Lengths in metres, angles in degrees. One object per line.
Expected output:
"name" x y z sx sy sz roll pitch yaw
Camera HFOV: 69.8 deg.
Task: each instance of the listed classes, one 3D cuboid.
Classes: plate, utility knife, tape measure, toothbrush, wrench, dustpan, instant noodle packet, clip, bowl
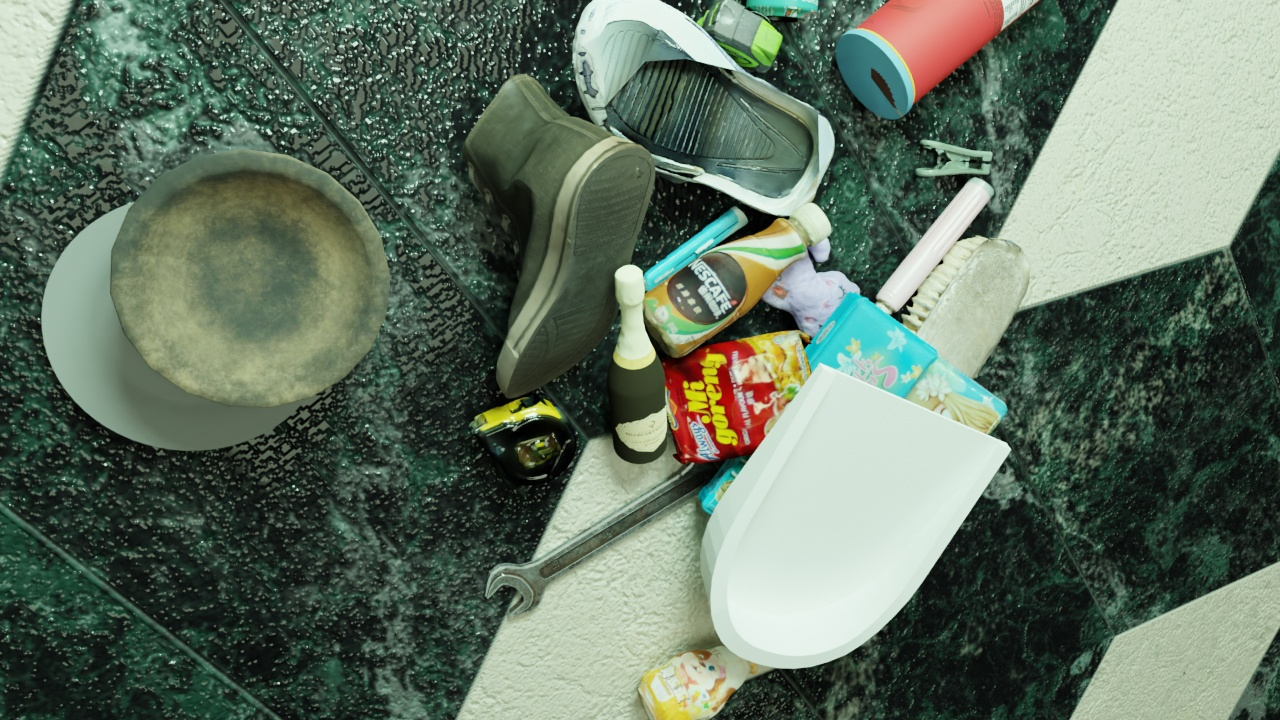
"plate" -0.306 -0.024 0.631 0.178 0.012 0.178 -6 107 -21
"utility knife" 0.030 -0.080 0.752 0.141 0.015 0.022 -38 141 -6
"tape measure" -0.089 0.065 0.729 0.072 0.042 0.071 -28 114 -12
"toothbrush" 0.242 -0.074 0.834 0.222 0.027 0.026 -50 142 -1
"wrench" -0.010 0.139 0.801 0.273 0.010 0.070 -30 114 -12
"dustpan" 0.160 0.148 0.757 0.191 0.053 0.258 22 117 -20
"tape measure" 0.076 -0.248 0.696 0.065 0.059 0.036 21 92 -23
"instant noodle packet" 0.084 0.032 0.756 0.135 0.039 0.098 -11 95 12
"clip" 0.280 -0.179 0.821 0.075 0.023 0.037 -1 104 -24
"bowl" -0.249 -0.056 0.597 0.162 0.070 0.162 -6 107 -21

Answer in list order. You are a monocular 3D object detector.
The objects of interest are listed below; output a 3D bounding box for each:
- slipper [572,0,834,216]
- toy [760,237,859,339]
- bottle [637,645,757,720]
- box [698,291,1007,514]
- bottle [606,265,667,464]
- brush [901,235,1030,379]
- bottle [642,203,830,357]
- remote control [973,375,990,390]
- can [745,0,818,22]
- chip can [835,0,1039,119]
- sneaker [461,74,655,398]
"slipper" 0.044 -0.187 0.702 0.263 0.063 0.111 15 102 -37
"toy" 0.148 -0.066 0.792 0.099 0.036 0.080 30 93 -25
"bottle" 0.054 0.297 0.845 0.109 0.063 0.063 -24 113 -15
"box" 0.186 0.081 0.801 0.181 0.039 0.227 34 98 -10
"bottle" -0.004 0.004 0.705 0.045 0.045 0.185 -20 136 -16
"brush" 0.262 0.006 0.847 0.083 0.056 0.271 32 92 -22
"bottle" 0.079 -0.069 0.742 0.167 0.059 0.059 -34 115 -4
"remote control" 0.311 0.087 0.911 0.047 0.022 0.150 8 102 -24
"can" 0.111 -0.312 0.694 0.054 0.055 0.102 -2 106 -22
"chip can" 0.266 -0.294 0.747 0.213 0.087 0.087 -40 116 -6
"sneaker" -0.078 -0.081 0.672 0.095 0.120 0.235 -24 145 -36
